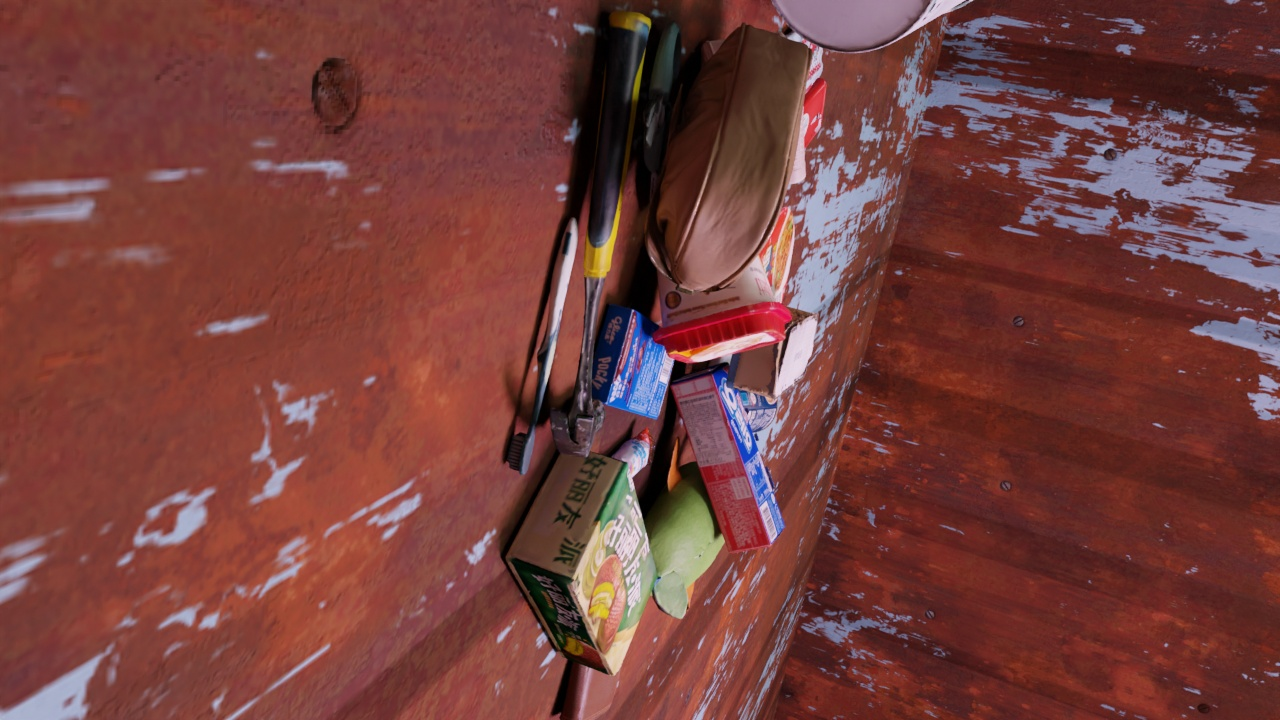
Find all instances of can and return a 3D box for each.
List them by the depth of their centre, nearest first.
[{"bbox_3d":[0.111,0.053,1.108,0.111,0.075,0.075,0,105,-59],"label":"can"}]

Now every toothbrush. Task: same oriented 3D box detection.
[{"bbox_3d":[-0.071,-0.010,0.668,0.016,0.018,0.191,-2,105,-73],"label":"toothbrush"}]

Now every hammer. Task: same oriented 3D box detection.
[{"bbox_3d":[-0.028,-0.084,0.669,0.126,0.032,0.323,-74,172,-76],"label":"hammer"}]

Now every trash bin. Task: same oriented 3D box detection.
[{"bbox_3d":[0.256,-0.443,0.946,0.251,0.230,0.230,-45,146,-44],"label":"trash bin"}]

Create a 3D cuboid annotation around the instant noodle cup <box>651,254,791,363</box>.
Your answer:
[{"bbox_3d":[0.066,-0.070,0.831,0.116,0.117,0.124,15,61,-72],"label":"instant noodle cup"}]

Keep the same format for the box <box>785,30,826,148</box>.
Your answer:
[{"bbox_3d":[0.183,-0.316,1.099,0.200,0.038,0.158,-52,151,-46],"label":"box"}]

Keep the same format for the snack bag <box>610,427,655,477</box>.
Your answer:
[{"bbox_3d":[-0.015,0.101,0.895,0.105,0.026,0.045,-37,142,-57],"label":"snack bag"}]

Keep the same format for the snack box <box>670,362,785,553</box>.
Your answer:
[{"bbox_3d":[0.099,0.107,1.026,0.057,0.058,0.207,-30,102,-60],"label":"snack box"}]

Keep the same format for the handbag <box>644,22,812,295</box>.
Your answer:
[{"bbox_3d":[0.063,-0.155,0.701,0.148,0.100,0.204,116,-8,-55],"label":"handbag"}]

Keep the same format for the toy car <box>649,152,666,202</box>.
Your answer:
[{"bbox_3d":[0.030,-0.160,0.801,0.105,0.031,0.049,-56,151,-48],"label":"toy car"}]

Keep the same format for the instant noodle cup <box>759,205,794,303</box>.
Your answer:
[{"bbox_3d":[0.119,-0.089,1.061,0.193,0.066,0.194,17,89,-70],"label":"instant noodle cup"}]

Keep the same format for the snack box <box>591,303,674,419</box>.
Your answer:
[{"bbox_3d":[-0.005,0.005,0.843,0.157,0.026,0.084,26,79,-71],"label":"snack box"}]

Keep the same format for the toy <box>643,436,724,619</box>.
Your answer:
[{"bbox_3d":[0.055,0.190,1.068,0.246,0.090,0.227,-35,121,-53],"label":"toy"}]

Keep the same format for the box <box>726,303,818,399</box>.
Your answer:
[{"bbox_3d":[0.148,-0.012,1.017,0.184,0.060,0.090,-13,117,-67],"label":"box"}]

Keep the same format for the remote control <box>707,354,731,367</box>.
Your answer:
[{"bbox_3d":[0.115,-0.034,1.161,0.136,0.020,0.056,-69,160,-8],"label":"remote control"}]

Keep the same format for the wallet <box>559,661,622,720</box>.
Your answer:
[{"bbox_3d":[-0.048,0.331,0.987,0.124,0.032,0.101,31,73,-71],"label":"wallet"}]

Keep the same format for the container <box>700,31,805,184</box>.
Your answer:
[{"bbox_3d":[0.099,-0.226,0.828,0.089,0.090,0.111,-97,180,-48],"label":"container"}]

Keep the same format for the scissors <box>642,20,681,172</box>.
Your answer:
[{"bbox_3d":[0.012,-0.177,0.690,0.179,0.019,0.140,-79,177,-53],"label":"scissors"}]

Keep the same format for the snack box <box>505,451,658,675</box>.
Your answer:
[{"bbox_3d":[-0.045,0.186,0.821,0.240,0.063,0.114,78,32,-53],"label":"snack box"}]
